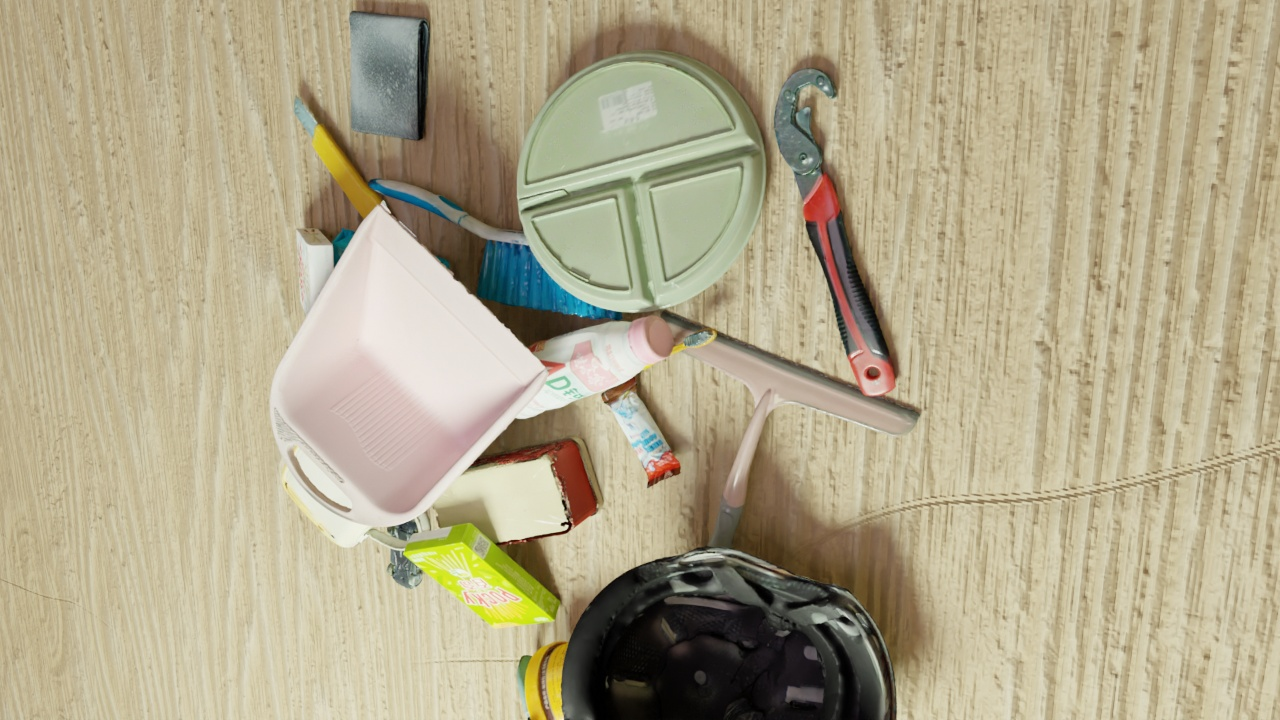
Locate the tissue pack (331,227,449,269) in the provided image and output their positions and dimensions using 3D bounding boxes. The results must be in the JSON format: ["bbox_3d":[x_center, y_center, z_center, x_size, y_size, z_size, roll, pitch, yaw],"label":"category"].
[{"bbox_3d":[-0.262,-0.078,0.957,0.140,0.063,0.090,20,119,22],"label":"tissue pack"}]

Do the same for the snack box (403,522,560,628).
[{"bbox_3d":[-0.162,0.226,0.949,0.086,0.026,0.156,-15,130,31],"label":"snack box"}]

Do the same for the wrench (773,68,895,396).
[{"bbox_3d":[0.160,-0.102,0.753,0.056,0.016,0.273,-12,95,31],"label":"wrench"}]

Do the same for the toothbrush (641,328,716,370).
[{"bbox_3d":[-0.005,0.005,0.851,0.192,0.018,0.016,-23,81,40],"label":"toothbrush"}]

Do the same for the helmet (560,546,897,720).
[{"bbox_3d":[0.071,0.284,0.790,0.274,0.157,0.229,5,70,-1],"label":"helmet"}]

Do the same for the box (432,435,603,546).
[{"bbox_3d":[-0.135,0.138,0.932,0.169,0.079,0.091,-15,95,30],"label":"box"}]

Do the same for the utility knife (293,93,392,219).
[{"bbox_3d":[-0.317,-0.205,0.986,0.033,0.015,0.195,-38,86,31],"label":"utility knife"}]

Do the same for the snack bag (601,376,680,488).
[{"bbox_3d":[0.001,0.068,0.871,0.048,0.026,0.104,-32,83,34],"label":"snack bag"}]

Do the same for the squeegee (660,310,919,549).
[{"bbox_3d":[0.090,0.115,0.829,0.248,0.040,0.250,22,112,22],"label":"squeegee"}]

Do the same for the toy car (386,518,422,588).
[{"bbox_3d":[-0.264,0.217,1.047,0.043,0.034,0.091,14,109,23],"label":"toy car"}]

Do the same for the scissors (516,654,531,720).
[{"bbox_3d":[-0.110,0.344,0.928,0.019,0.186,0.132,-26,69,0],"label":"scissors"}]

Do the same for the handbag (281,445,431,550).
[{"bbox_3d":[-0.299,0.142,1.010,0.178,0.063,0.164,48,127,8],"label":"handbag"}]

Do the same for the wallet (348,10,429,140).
[{"bbox_3d":[-0.259,-0.290,0.937,0.097,0.019,0.121,16,110,27],"label":"wallet"}]

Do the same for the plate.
[{"bbox_3d":[-0.007,-0.156,0.793,0.230,0.027,0.230,0,90,18],"label":"plate"}]

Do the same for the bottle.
[{"bbox_3d":[-0.055,0.004,0.849,0.197,0.068,0.068,-18,93,39],"label":"bottle"}]

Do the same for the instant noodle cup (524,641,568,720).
[{"bbox_3d":[-0.034,0.320,0.903,0.115,0.118,0.118,-31,86,23],"label":"instant noodle cup"}]

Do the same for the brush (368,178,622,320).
[{"bbox_3d":[-0.149,-0.112,0.899,0.315,0.060,0.109,10,101,27],"label":"brush"}]

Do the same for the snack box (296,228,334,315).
[{"bbox_3d":[-0.344,-0.091,0.972,0.157,0.026,0.085,-151,60,-62],"label":"snack box"}]

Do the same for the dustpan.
[{"bbox_3d":[-0.240,0.034,0.859,0.222,0.138,0.274,42,141,7],"label":"dustpan"}]
